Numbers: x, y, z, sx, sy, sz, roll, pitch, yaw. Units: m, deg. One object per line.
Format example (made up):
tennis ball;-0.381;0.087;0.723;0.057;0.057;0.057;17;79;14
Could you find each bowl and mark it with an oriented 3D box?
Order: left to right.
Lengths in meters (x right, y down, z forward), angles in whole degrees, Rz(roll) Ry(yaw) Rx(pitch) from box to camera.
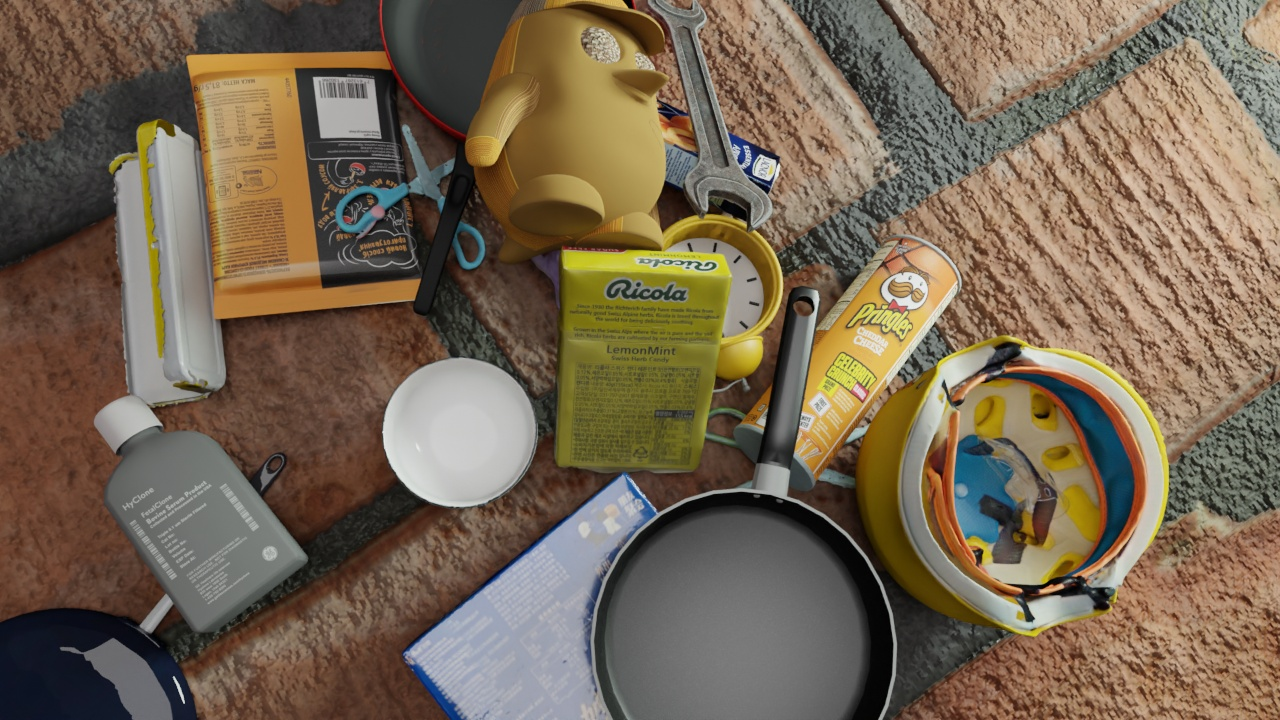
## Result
bowl;-0.136;0.057;0.701;0.113;0.063;0.113;2;78;-8

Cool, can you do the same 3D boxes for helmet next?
helmet;0.268;0.096;0.711;0.239;0.140;0.209;-14;82;-25

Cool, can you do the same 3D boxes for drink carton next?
drink carton;0.050;-0.169;0.770;0.130;0.040;0.064;25;41;-2

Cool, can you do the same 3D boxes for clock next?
clock;0.055;-0.047;0.755;0.113;0.052;0.151;13;73;-5

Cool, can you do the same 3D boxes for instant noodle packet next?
instant noodle packet;-0.267;-0.147;0.737;0.159;0.032;0.220;-7;79;-18

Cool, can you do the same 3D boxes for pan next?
pan;-0.374;0.213;0.661;0.199;0.021;0.355;34;75;0
pan;-0.127;-0.204;0.751;0.209;0.067;0.356;17;83;-11
pan;0.084;0.120;0.645;0.204;0.044;0.355;12;77;2

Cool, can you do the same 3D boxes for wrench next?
wrench;0.051;-0.215;0.761;0.070;0.010;0.272;0;58;-19

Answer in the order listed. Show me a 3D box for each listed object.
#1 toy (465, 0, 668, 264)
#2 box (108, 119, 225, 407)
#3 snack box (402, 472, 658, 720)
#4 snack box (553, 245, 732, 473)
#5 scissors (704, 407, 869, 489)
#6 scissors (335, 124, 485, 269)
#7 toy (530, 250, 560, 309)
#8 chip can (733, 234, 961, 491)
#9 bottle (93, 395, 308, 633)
toy;-0.043;-0.183;0.671;0.163;0.198;0.203;-9;73;36
box;-0.363;-0.074;0.692;0.079;0.080;0.209;-8;81;-12
snack box;-0.045;0.206;0.679;0.202;0.069;0.155;-39;85;-13
snack box;-0.004;0.004;0.692;0.121;0.045;0.181;1;122;-7
scissors;0.123;0.078;0.756;0.170;0.028;0.138;-20;80;-15
scissors;-0.174;-0.124;0.746;0.134;0.015;0.135;-43;99;-26
toy;-0.045;-0.080;0.753;0.080;0.036;0.099;-34;83;-4
chip can;0.168;-0.001;0.739;0.075;0.075;0.214;40;73;2
bottle;-0.329;0.102;0.664;0.083;0.046;0.174;-38;84;-17
